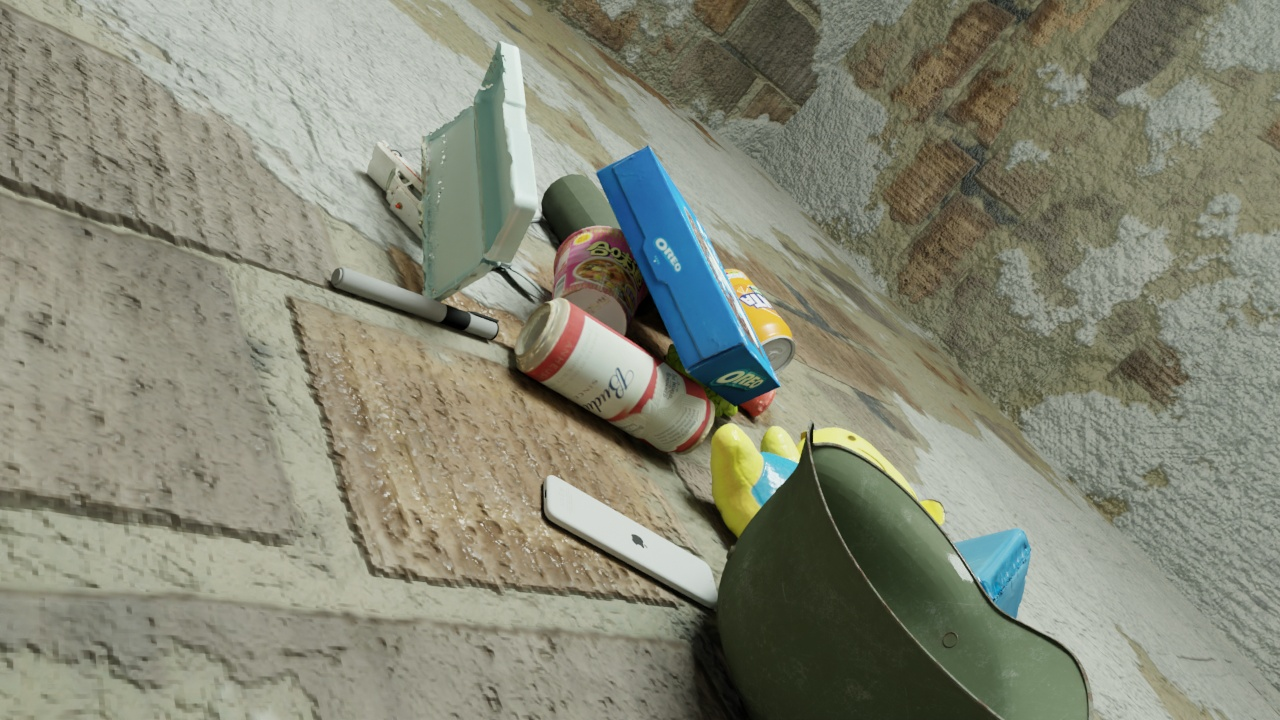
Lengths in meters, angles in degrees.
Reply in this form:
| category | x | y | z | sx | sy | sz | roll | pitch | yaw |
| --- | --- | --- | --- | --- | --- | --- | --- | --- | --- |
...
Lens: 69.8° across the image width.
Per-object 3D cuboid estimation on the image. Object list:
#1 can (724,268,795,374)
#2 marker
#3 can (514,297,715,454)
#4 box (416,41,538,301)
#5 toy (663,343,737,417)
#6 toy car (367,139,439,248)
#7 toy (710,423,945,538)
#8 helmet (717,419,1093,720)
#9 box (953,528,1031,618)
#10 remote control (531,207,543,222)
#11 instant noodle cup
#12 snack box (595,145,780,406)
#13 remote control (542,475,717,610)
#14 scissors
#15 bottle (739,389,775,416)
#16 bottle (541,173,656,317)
| category | x | y | z | sx | sy | sz | roll | pitch | yaw |
| --- | --- | --- | --- | --- | --- | --- | --- | --- | --- |
| can | 0.133 | -0.048 | 1.171 | 0.079 | 0.079 | 0.142 | 22 | 26 | -43 |
| marker | -0.163 | -0.041 | 0.677 | 0.140 | 0.016 | 0.016 | 21 | 27 | -46 |
| can | -0.019 | 0.016 | 0.750 | 0.170 | 0.067 | 0.067 | 32 | 21 | -25 |
| box | -0.129 | -0.149 | 0.728 | 0.049 | 0.137 | 0.196 | 25 | 40 | -37 |
| toy | 0.064 | 0.019 | 0.960 | 0.094 | 0.036 | 0.093 | 7 | 46 | -56 |
| toy car | -0.202 | -0.141 | 0.801 | 0.113 | 0.039 | 0.038 | 44 | 40 | 10 |
| toy | 0.154 | 0.119 | 0.789 | 0.213 | 0.084 | 0.149 | -5 | 53 | -46 |
| helmet | 0.138 | 0.164 | 0.585 | 0.227 | 0.154 | 0.267 | 41 | 24 | -3 |
| box | 0.296 | 0.222 | 0.810 | 0.231 | 0.094 | 0.102 | 0 | 71 | -61 |
| remote control | -0.142 | -0.164 | 0.999 | 0.033 | 0.012 | 0.130 | 42 | 18 | 4 |
| instant noodle cup | -0.042 | -0.059 | 0.850 | 0.097 | 0.098 | 0.108 | 36 | 28 | -15 |
| snack box | 0.052 | -0.066 | 0.854 | 0.195 | 0.056 | 0.238 | 66 | 11 | 15 |
| remote control | -0.005 | 0.125 | 0.624 | 0.146 | 0.008 | 0.045 | 33 | 20 | -21 |
| scissors | -0.154 | -0.114 | 0.857 | 0.153 | 0.019 | 0.128 | 26 | 26 | -42 |
| bottle | 0.098 | 0.016 | 1.017 | 0.109 | 0.044 | 0.044 | 37 | 19 | -9 |
| bottle | -0.041 | -0.124 | 1.016 | 0.071 | 0.072 | 0.206 | 20 | 28 | -46 |
